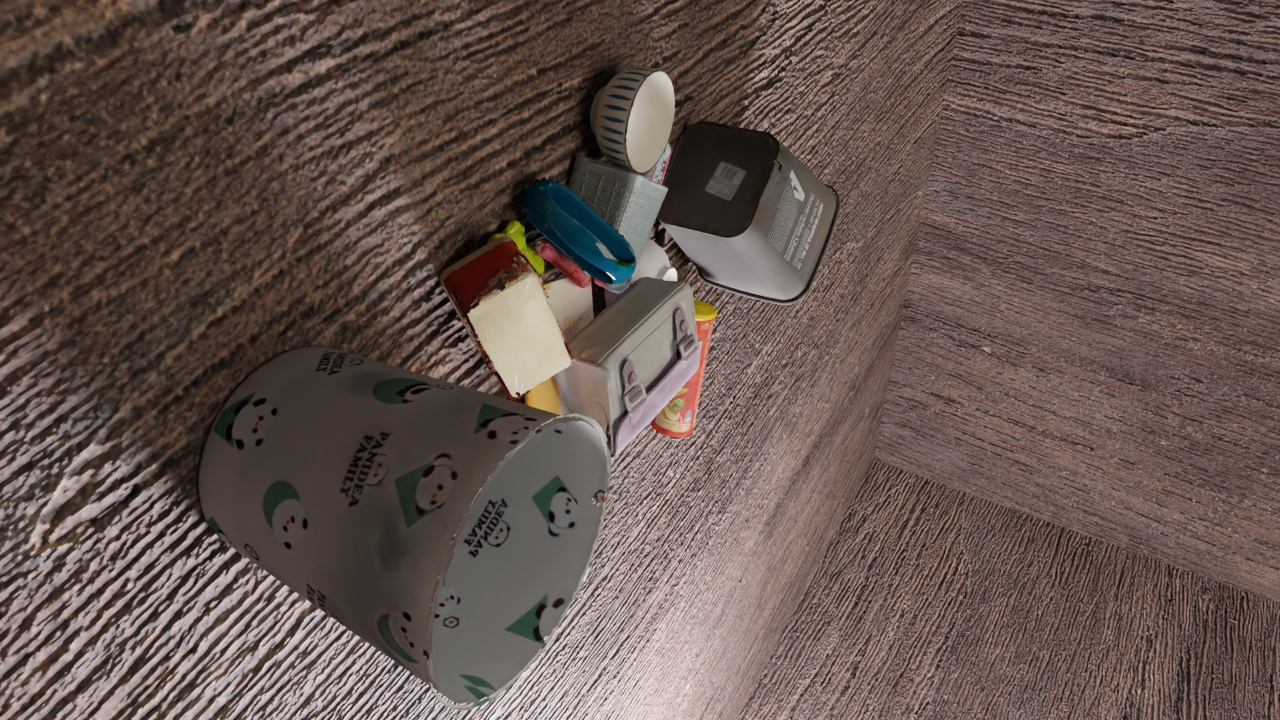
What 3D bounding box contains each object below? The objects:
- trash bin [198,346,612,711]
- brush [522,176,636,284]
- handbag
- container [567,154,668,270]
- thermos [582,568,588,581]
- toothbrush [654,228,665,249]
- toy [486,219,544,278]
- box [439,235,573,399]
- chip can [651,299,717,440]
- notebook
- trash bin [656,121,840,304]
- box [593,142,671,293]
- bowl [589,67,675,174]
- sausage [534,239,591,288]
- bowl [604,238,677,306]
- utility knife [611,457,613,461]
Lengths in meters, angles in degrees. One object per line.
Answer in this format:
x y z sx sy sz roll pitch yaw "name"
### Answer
-0.187 0.110 0.727 0.228 0.252 0.230 -45 146 -43 "trash bin"
-0.062 -0.132 0.960 0.055 0.144 0.073 -46 -160 11 "brush"
-0.007 0.007 1.122 0.196 0.098 0.145 -44 137 -39 "handbag"
-0.038 -0.164 1.053 0.090 0.090 0.111 2 110 -65 "container"
-0.154 0.320 1.190 0.223 0.073 0.073 -37 139 -52 "thermos"
0.014 -0.097 1.307 0.016 0.014 0.190 -79 179 -69 "toothbrush"
-0.132 -0.099 0.964 0.096 0.031 0.100 -49 144 -44 "toy"
-0.126 -0.035 0.930 0.091 0.077 0.168 -33 146 -10 "box"
0.067 0.014 1.431 0.073 0.073 0.217 -31 135 -56 "chip can"
-0.094 0.006 1.091 0.145 0.010 0.206 -27 118 -55 "notebook"
0.147 -0.214 1.299 0.219 0.199 0.199 29 81 -60 "trash bin"
-0.007 -0.181 1.133 0.086 0.047 0.201 -7 116 -82 "box"
-0.015 -0.276 1.039 0.116 0.066 0.117 -48 148 -43 "bowl"
-0.085 -0.108 1.030 0.020 0.020 0.156 -68 161 -6 "sausage"
0.009 -0.107 1.223 0.118 0.065 0.118 -47 148 -43 "bowl"
-0.035 0.116 1.313 0.034 0.018 0.186 -61 175 -59 "utility knife"
